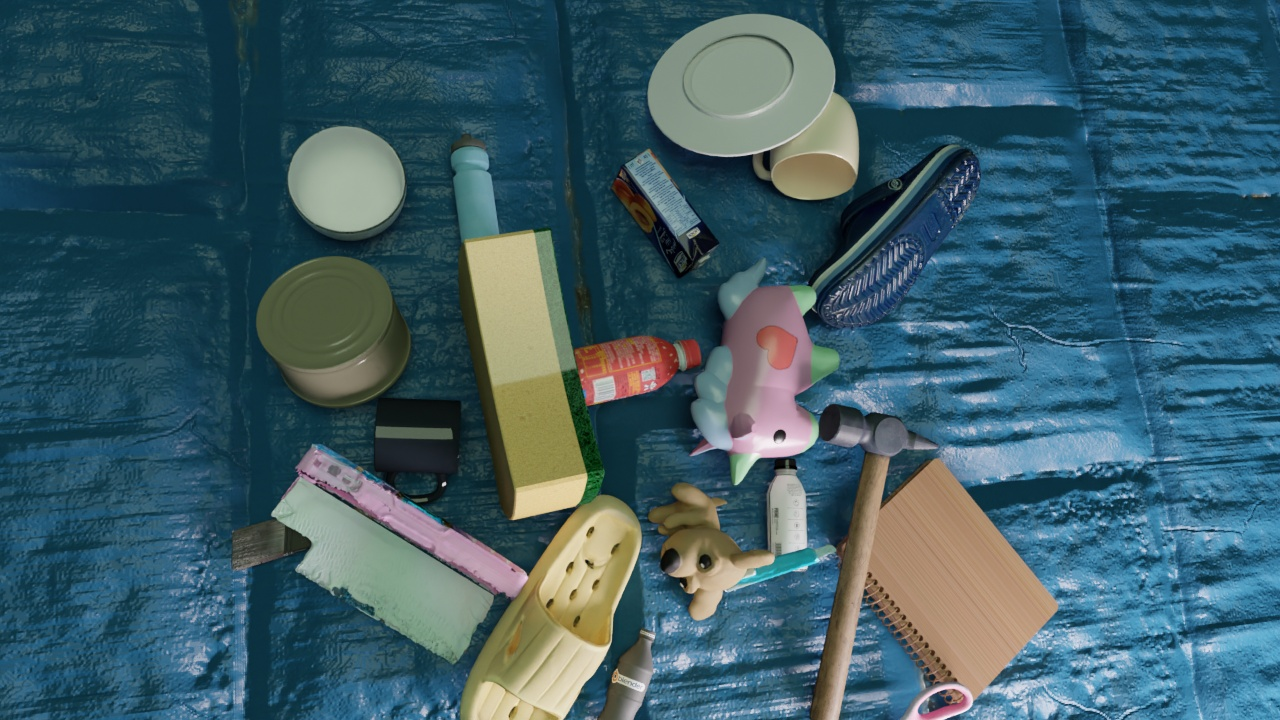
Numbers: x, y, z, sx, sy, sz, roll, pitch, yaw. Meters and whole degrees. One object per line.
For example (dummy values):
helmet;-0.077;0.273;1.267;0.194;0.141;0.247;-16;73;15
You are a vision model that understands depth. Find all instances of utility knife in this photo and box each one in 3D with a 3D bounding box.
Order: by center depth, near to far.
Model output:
utility knife;0.139;0.208;0.923;0.124;0.015;0.022;-21;69;23

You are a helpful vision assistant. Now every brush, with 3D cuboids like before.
brush;-0.109;0.017;0.854;0.075;0.195;0.250;-11;80;-14
brush;-0.314;0.160;0.876;0.151;0.012;0.039;-14;81;-15

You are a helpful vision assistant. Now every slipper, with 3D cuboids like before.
slipper;-0.065;0.250;0.863;0.111;0.079;0.261;40;67;-29
slipper;0.275;-0.142;1.029;0.252;0.105;0.095;-46;51;-5

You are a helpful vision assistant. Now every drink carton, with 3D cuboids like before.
drink carton;0.026;-0.156;0.990;0.040;0.064;0.130;-35;87;-16

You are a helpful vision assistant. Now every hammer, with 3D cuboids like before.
hammer;0.218;0.212;0.934;0.129;0.040;0.321;13;88;-20

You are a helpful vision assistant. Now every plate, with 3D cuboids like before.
plate;0.109;-0.313;1.017;0.209;0.015;0.208;-6;62;11

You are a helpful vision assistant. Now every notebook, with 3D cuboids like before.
notebook;0.328;0.238;0.988;0.169;0.022;0.210;-38;88;-17

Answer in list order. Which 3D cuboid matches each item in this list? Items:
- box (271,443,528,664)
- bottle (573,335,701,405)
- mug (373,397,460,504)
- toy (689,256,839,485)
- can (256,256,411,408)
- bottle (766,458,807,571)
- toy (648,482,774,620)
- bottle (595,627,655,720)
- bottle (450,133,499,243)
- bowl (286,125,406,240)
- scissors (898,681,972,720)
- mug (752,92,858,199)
box;-0.229;0.181;0.840;0.230;0.087;0.105;34;69;-9
bottle;-0.006;0.006;0.949;0.137;0.062;0.062;-11;80;-15
mug;-0.216;0.089;0.889;0.077;0.071;0.105;3;104;-12
toy;0.118;0.005;0.956;0.170;0.120;0.222;-14;82;-24
can;-0.289;-0.028;0.871;0.128;0.073;0.127;0;61;0
bottle;0.153;0.161;0.959;0.041;0.041;0.116;3;77;-11
toy;0.061;0.181;0.913;0.105;0.134;0.108;6;48;-33
bottle;-0.011;0.316;0.892;0.036;0.036;0.109;24;74;-6
bottle;-0.175;-0.177;0.965;0.040;0.040;0.130;-7;79;-13
bowl;-0.293;-0.172;0.927;0.113;0.063;0.113;3;78;-12
scissors;0.262;0.396;0.937;0.179;0.016;0.105;-17;102;-9
mug;0.185;-0.247;1.033;0.120;0.096;0.099;-5;66;25
